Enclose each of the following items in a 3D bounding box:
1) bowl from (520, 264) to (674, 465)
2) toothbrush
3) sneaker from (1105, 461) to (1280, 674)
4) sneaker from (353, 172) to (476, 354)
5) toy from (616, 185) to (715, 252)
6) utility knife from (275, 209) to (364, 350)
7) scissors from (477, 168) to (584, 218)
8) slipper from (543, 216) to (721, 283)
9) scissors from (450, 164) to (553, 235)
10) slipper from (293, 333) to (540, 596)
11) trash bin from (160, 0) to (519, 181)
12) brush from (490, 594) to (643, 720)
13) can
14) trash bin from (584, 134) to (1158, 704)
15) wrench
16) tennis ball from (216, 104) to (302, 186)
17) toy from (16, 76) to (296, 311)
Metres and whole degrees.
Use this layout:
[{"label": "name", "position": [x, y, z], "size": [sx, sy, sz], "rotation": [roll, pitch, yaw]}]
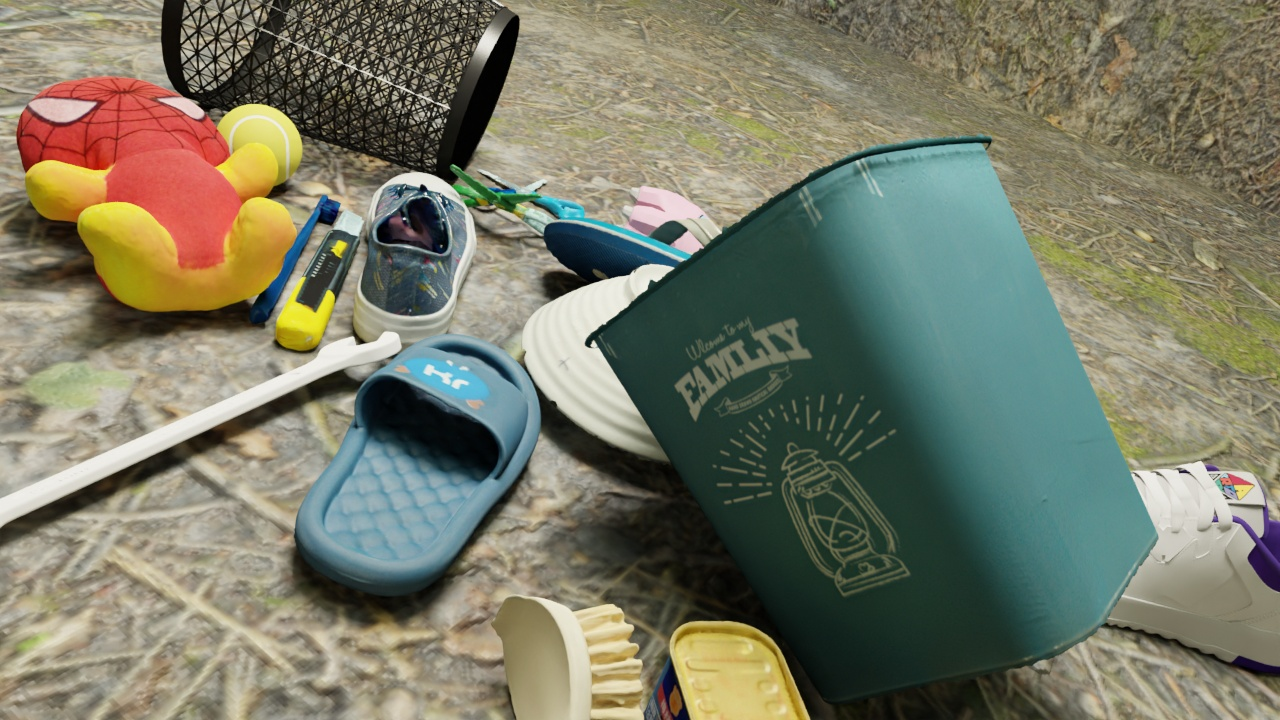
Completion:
[{"label": "bowl", "position": [0.015, -0.015, 0.616], "size": [0.177, 0.071, 0.177], "rotation": [18, 32, -12]}, {"label": "toothbrush", "position": [-0.246, -0.078, 0.665], "size": [0.017, 0.016, 0.189], "rotation": [19, 29, -14]}, {"label": "sneaker", "position": [0.335, 0.110, 0.594], "size": [0.244, 0.111, 0.091], "rotation": [21, 30, 2]}, {"label": "sneaker", "position": [-0.161, -0.097, 0.681], "size": [0.087, 0.079, 0.235], "rotation": [10, 31, -15]}, {"label": "toy", "position": [0.051, -0.091, 0.809], "size": [0.157, 0.067, 0.123], "rotation": [23, 27, -3]}, {"label": "utility knife", "position": [-0.224, -0.067, 0.658], "size": [0.028, 0.020, 0.202], "rotation": [13, 29, -14]}, {"label": "scissors", "position": [-0.116, -0.161, 0.878], "size": [0.127, 0.014, 0.133], "rotation": [33, 31, 26]}, {"label": "slipper", "position": [0.053, -0.066, 0.692], "size": [0.295, 0.060, 0.118], "rotation": [22, -10, 23]}, {"label": "scissors", "position": [-0.117, -0.135, 0.788], "size": [0.131, 0.011, 0.126], "rotation": [27, -12, -39]}, {"label": "slipper", "position": [-0.111, 0.042, 0.503], "size": [0.104, 0.059, 0.213], "rotation": [20, 31, -3]}, {"label": "trash bin", "position": [-0.254, -0.287, 0.830], "size": [0.243, 0.217, 0.216], "rotation": [23, 29, -6]}, {"label": "brush", "position": [-0.052, 0.187, 0.311], "size": [0.077, 0.062, 0.271], "rotation": [16, 34, 3]}, {"label": "can", "position": [0.037, 0.166, 0.381], "size": [0.054, 0.059, 0.099], "rotation": [7, 32, -20]}, {"label": "trash bin", "position": [0.125, 0.032, 0.471], "size": [0.198, 0.197, 0.218], "rotation": [-19, 79, -46]}, {"label": "wrench", "position": [-0.230, 0.032, 0.482], "size": [0.047, 0.009, 0.272], "rotation": [2, 21, 30]}, {"label": "tennis ball", "position": [-0.305, -0.171, 0.734], "size": [0.065, 0.065, 0.065], "rotation": [14, 30, -9]}, {"label": "toy", "position": [-0.320, -0.113, 0.598], "size": [0.147, 0.099, 0.216], "rotation": [-2, 36, -46]}]
